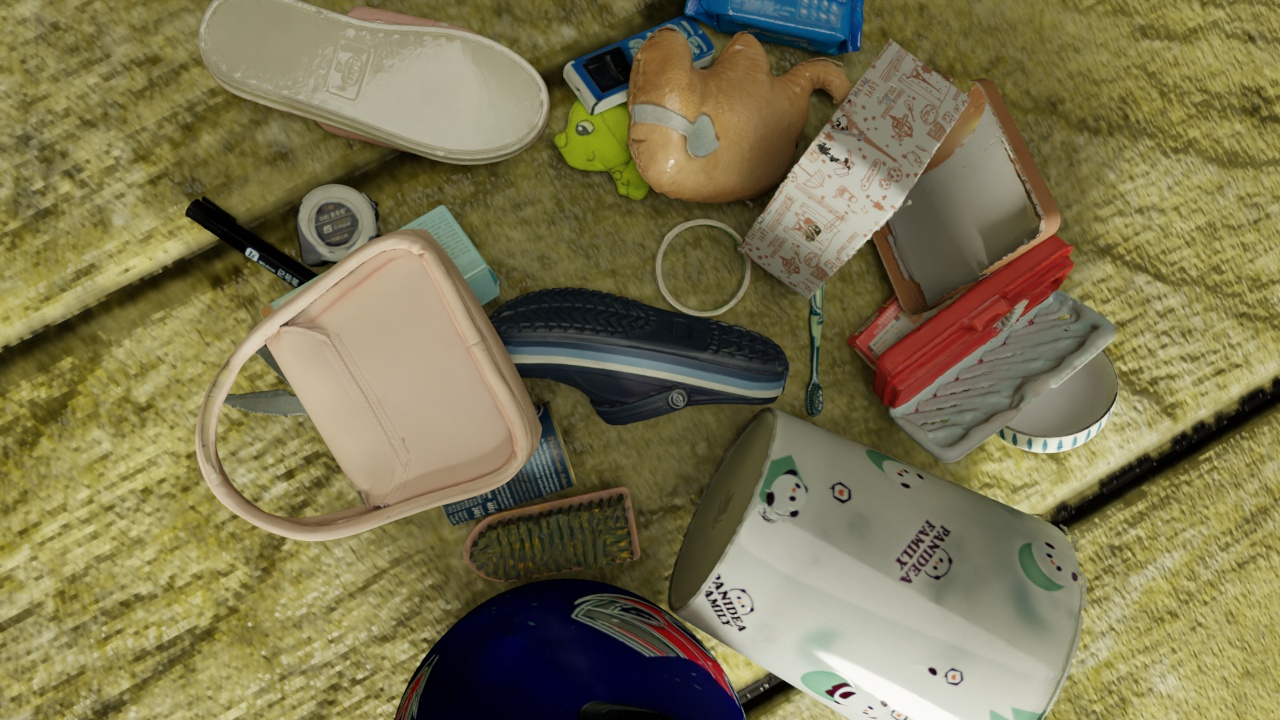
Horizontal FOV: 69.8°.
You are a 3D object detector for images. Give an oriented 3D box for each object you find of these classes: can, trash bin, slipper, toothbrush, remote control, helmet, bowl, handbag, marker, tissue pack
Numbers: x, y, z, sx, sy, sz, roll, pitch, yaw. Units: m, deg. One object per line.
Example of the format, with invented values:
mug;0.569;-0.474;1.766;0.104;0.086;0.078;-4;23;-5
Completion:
can;-0.116;0.086;0.761;0.111;0.075;0.075;-18;95;-7
trash bin;0.173;0.174;0.742;0.252;0.229;0.229;27;89;-3
slipper;-0.210;-0.227;0.742;0.274;0.054;0.114;10;91;-11
toothbrush;0.160;-0.044;0.823;0.016;0.018;0.191;1;93;-8
remote control;0.001;-0.249;0.772;0.124;0.024;0.049;-27;71;-17
helmet;-0.031;0.311;0.706;0.315;0.248;0.239;45;63;-13
slipper;-0.005;0.004;0.767;0.252;0.105;0.095;8;111;-7
bowl;0.359;0.034;0.821;0.116;0.116;0.066;-34;141;-5
handbag;-0.208;0.034;0.659;0.234;0.093;0.193;-29;96;-2
marker;-0.309;-0.089;0.753;0.132;0.020;0.022;34;59;-7
tissue pack;0.119;-0.320;0.785;0.157;0.052;0.095;9;90;-9

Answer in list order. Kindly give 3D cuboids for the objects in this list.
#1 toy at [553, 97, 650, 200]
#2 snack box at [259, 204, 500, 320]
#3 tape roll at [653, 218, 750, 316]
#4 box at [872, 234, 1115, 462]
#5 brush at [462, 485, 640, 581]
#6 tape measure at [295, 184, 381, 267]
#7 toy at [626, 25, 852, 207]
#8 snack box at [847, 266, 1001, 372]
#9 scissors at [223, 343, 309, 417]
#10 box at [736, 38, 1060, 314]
toy;-0.019;-0.186;0.783;0.096;0.031;0.100;-34;100;-10
snack box;-0.206;-0.046;0.733;0.174;0.052;0.074;-33;67;-10
tape roll;0.055;-0.081;0.807;0.085;0.014;0.086;0;93;-8
box;0.304;-0.005;0.776;0.201;0.095;0.101;-35;63;-8
brush;-0.076;0.149;0.772;0.145;0.073;0.063;-11;94;-3
tape measure;-0.247;-0.111;0.753;0.065;0.033;0.066;-5;96;-10
toy;0.084;-0.202;0.771;0.225;0.082;0.143;-12;113;-35
snack box;0.267;-0.044;0.834;0.153;0.025;0.075;-45;98;-4
scissors;-0.224;0.037;0.735;0.225;0.015;0.189;-21;68;-6
box;0.210;-0.118;0.729;0.185;0.183;0.154;38;66;2
